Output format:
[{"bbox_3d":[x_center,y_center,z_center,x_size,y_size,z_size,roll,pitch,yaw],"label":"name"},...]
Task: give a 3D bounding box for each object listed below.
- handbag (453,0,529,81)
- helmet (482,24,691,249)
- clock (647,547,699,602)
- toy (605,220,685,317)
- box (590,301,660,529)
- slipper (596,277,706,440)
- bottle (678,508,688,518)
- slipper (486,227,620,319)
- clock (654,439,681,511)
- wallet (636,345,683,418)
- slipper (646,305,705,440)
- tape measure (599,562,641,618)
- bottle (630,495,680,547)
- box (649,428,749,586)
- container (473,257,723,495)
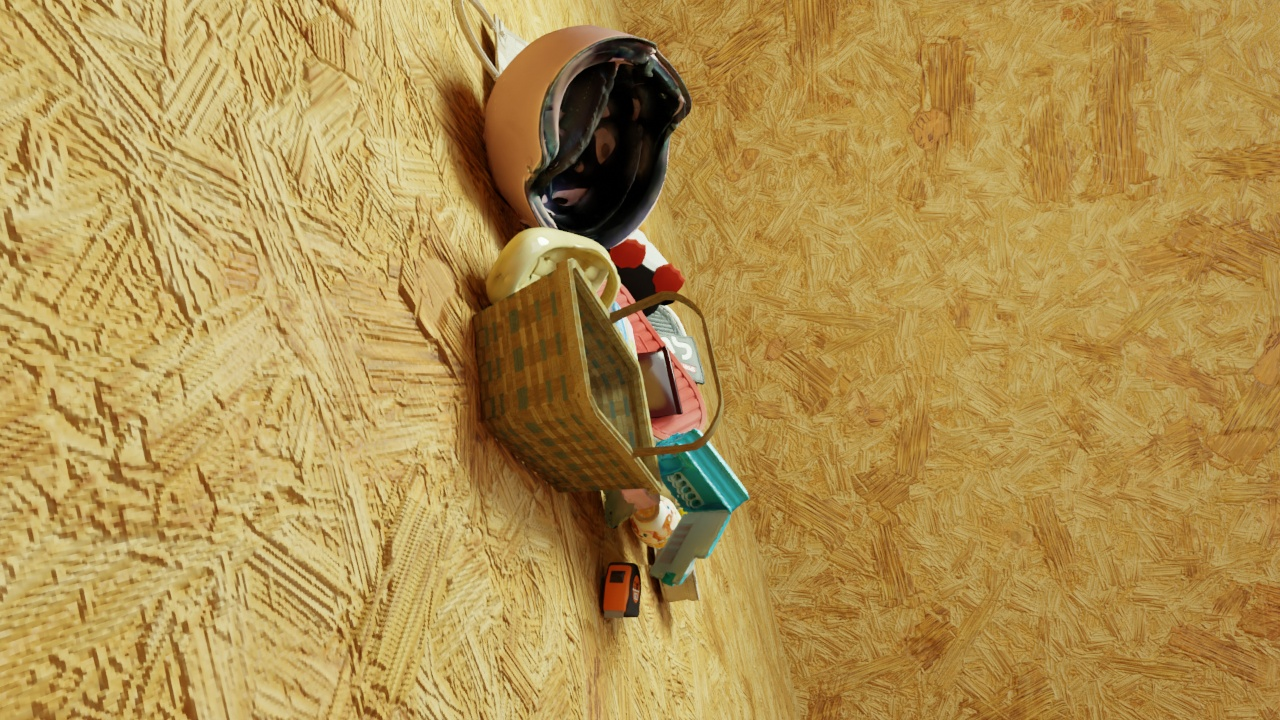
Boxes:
[{"bbox_3d":[-0.160,-0.341,1.069,0.198,0.062,0.175,50,25,-51],"label":"handbag"},{"bbox_3d":[-0.070,-0.236,0.984,0.152,0.230,0.255,29,-7,29],"label":"helmet"},{"bbox_3d":[0.044,0.279,1.256,0.157,0.061,0.103,73,7,-72],"label":"clock"},{"bbox_3d":[-0.035,-0.138,1.329,0.159,0.140,0.184,32,21,-27],"label":"toy"},{"bbox_3d":[-0.020,0.063,1.046,0.161,0.062,0.230,104,-21,-63],"label":"box"},{"bbox_3d":[-0.007,0.007,1.216,0.248,0.103,0.059,56,-21,9],"label":"slipper"},{"bbox_3d":[0.042,0.180,1.370,0.071,0.071,0.163,27,48,-78],"label":"bottle"},{"bbox_3d":[-0.072,-0.065,0.910,0.079,0.111,0.261,38,7,12],"label":"slipper"},{"bbox_3d":[0.035,0.167,1.261,0.092,0.054,0.141,-80,173,-60],"label":"clock"},{"bbox_3d":[-0.009,0.033,1.165,0.018,0.115,0.091,137,-57,-66],"label":"wallet"},{"bbox_3d":[0.035,0.037,1.325,0.063,0.111,0.263,-19,-114,62],"label":"slipper"},{"bbox_3d":[-0.023,0.244,0.974,0.058,0.038,0.058,51,39,-68],"label":"tape measure"},{"bbox_3d":[0.017,0.203,1.182,0.109,0.063,0.063,65,13,-64],"label":"bottle"},{"bbox_3d":[0.057,0.163,1.021,0.227,0.085,0.170,135,-48,-77],"label":"box"},{"bbox_3d":[-0.022,0.022,0.841,0.250,0.186,0.157,59,19,-62],"label":"container"}]
